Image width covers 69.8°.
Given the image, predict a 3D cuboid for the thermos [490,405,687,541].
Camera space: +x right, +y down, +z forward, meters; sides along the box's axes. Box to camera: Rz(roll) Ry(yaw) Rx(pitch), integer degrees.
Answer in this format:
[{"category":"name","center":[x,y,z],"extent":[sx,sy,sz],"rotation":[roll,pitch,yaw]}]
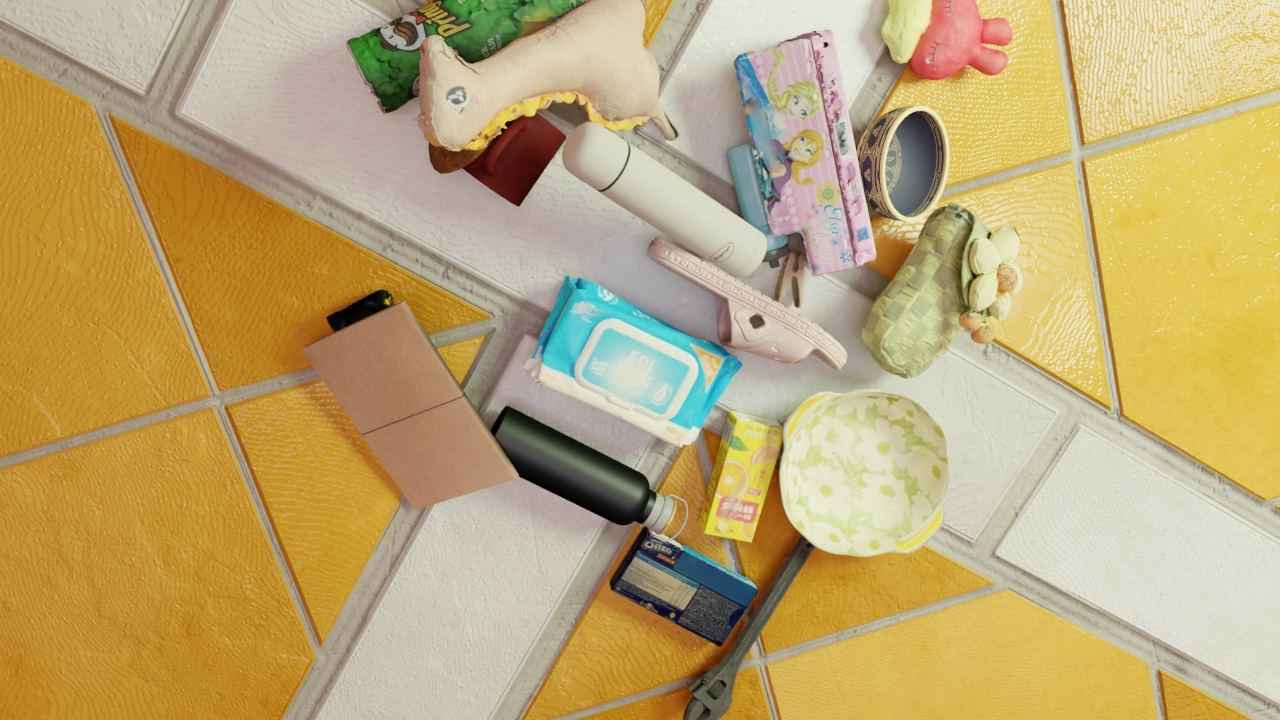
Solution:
[{"category":"thermos","center":[-0.053,0.126,0.974],"extent":[0.231,0.061,0.061],"rotation":[28,98,-11]}]

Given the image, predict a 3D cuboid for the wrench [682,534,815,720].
[{"category":"wrench","center":[0.127,0.308,1.044],"extent":[0.073,0.018,0.273],"rotation":[25,99,-40]}]

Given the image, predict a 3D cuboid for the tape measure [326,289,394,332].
[{"category":"tape measure","center":[-0.270,-0.033,0.928],"extent":[0.067,0.038,0.062],"rotation":[-29,97,0]}]

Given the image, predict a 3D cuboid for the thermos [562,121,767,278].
[{"category":"thermos","center":[0.025,-0.149,0.863],"extent":[0.224,0.052,0.052],"rotation":[27,99,-32]}]

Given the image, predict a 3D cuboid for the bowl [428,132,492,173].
[{"category":"bowl","center":[-0.168,-0.225,0.856],"extent":[0.026,0.114,0.101],"rotation":[32,70,-38]}]

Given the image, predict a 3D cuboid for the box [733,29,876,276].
[{"category":"box","center":[0.155,-0.197,0.904],"extent":[0.096,0.085,0.230],"rotation":[-18,104,-12]}]

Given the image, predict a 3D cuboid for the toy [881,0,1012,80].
[{"category":"toy","center":[0.306,-0.326,0.917],"extent":[0.135,0.045,0.092],"rotation":[19,102,-4]}]

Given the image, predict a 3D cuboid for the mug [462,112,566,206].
[{"category":"mug","center":[-0.124,-0.201,0.869],"extent":[0.073,0.105,0.082],"rotation":[36,97,-4]}]

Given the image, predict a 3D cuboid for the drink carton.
[{"category":"drink carton","center":[0.109,0.128,1.001],"extent":[0.058,0.043,0.135],"rotation":[13,101,-10]}]

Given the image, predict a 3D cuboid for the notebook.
[{"category":"notebook","center":[-0.231,0.052,0.923],"extent":[0.142,0.008,0.209],"rotation":[-20,111,28]}]

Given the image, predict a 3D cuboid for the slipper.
[{"category":"slipper","center":[0.103,-0.042,0.937],"extent":[0.239,0.094,0.064],"rotation":[30,93,-8]}]

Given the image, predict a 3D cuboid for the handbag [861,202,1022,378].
[{"category":"handbag","center":[0.317,-0.059,0.937],"extent":[0.113,0.117,0.186],"rotation":[29,98,-38]}]

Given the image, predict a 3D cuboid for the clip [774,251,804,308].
[{"category":"clip","center":[0.167,-0.083,0.969],"extent":[0.043,0.025,0.061],"rotation":[15,97,-9]}]

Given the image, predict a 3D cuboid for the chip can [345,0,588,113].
[{"category":"chip can","center":[-0.157,-0.311,0.859],"extent":[0.223,0.075,0.075],"rotation":[-26,104,0]}]

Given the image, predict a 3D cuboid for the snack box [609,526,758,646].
[{"category":"snack box","center":[0.049,0.253,1.031],"extent":[0.150,0.027,0.082],"rotation":[31,96,-13]}]

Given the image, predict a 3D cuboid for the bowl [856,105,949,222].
[{"category":"bowl","center":[0.253,-0.199,0.927],"extent":[0.112,0.061,0.112],"rotation":[-12,109,-38]}]

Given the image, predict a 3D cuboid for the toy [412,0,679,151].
[{"category":"toy","center":[-0.074,-0.234,0.823],"extent":[0.263,0.065,0.196],"rotation":[-42,124,-29]}]

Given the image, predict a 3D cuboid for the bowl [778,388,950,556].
[{"category":"bowl","center":[0.238,0.116,1.004],"extent":[0.188,0.060,0.219],"rotation":[-45,102,5]}]

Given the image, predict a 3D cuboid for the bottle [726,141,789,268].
[{"category":"bottle","center":[0.123,-0.157,0.939],"extent":[0.040,0.040,0.130],"rotation":[-17,104,-2]}]

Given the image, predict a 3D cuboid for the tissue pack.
[{"category":"tissue pack","center":[-0.006,0.006,0.952],"extent":[0.209,0.066,0.117],"rotation":[25,100,-13]}]
